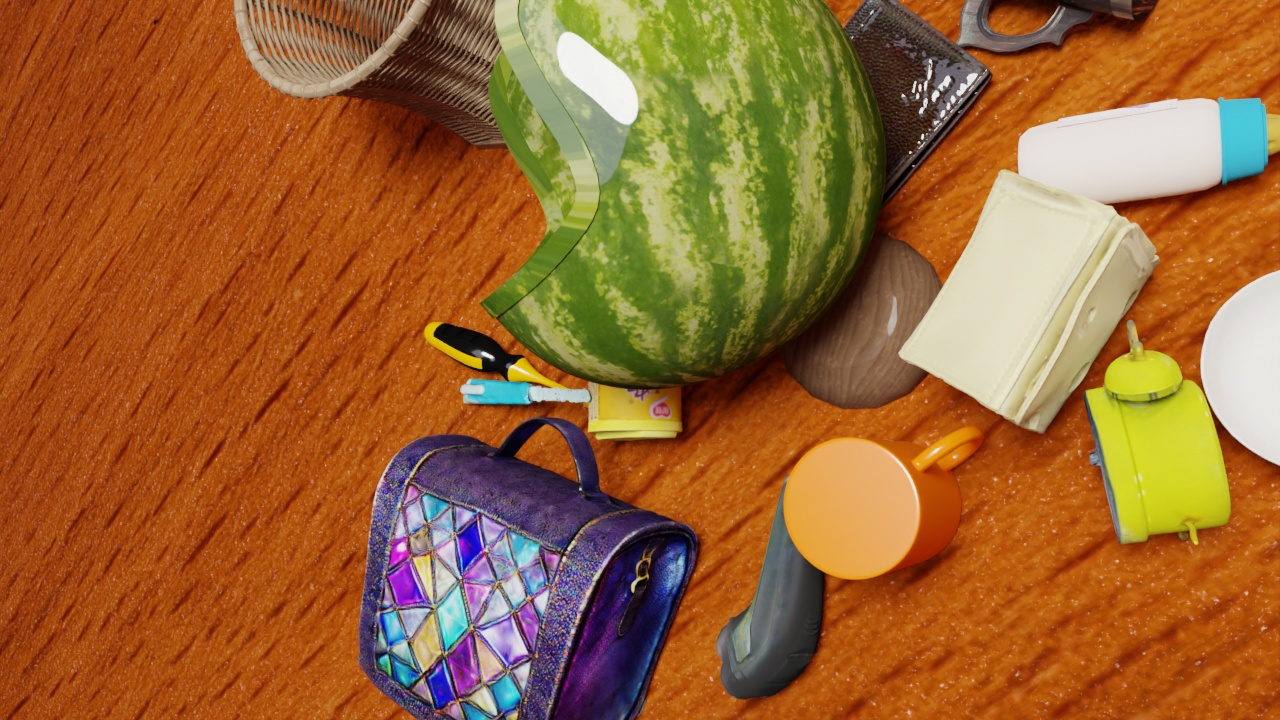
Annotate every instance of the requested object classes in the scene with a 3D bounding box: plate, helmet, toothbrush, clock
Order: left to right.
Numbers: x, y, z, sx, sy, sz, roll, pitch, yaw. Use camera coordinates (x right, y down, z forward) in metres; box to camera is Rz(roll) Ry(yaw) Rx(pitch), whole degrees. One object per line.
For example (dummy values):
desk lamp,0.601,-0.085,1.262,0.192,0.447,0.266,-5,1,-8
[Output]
toothbrush,-0.102,0.006,0.742,0.197,0.031,0.031,22,128,28
helmet,0.022,-0.108,0.538,0.243,0.213,0.247,-6,94,-12
clock,0.262,0.038,0.477,0.057,0.083,0.119,-13,81,25
plate,0.336,0.006,0.459,0.104,0.026,0.104,-3,79,17

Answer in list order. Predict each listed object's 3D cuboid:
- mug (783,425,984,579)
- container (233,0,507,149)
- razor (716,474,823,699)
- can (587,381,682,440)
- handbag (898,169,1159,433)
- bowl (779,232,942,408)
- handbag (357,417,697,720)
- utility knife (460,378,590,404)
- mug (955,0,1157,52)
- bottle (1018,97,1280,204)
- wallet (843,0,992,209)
mug,0.151,0.074,0.534,0.113,0.095,0.077,-41,65,22
container,-0.159,-0.282,0.708,0.227,0.196,0.226,-4,82,32
razor,0.087,0.145,0.597,0.067,0.054,0.151,7,83,42
can,-0.004,0.004,0.657,0.068,0.067,0.105,-5,82,32
handbag,0.215,-0.028,0.497,0.081,0.111,0.119,36,102,42
bowl,0.136,-0.028,0.593,0.118,0.030,0.117,-4,83,32
handbag,-0.082,0.150,0.654,0.205,0.125,0.222,17,96,34
utility knife,-0.092,0.028,0.706,0.181,0.015,0.022,2,82,52
mug,0.241,-0.230,0.531,0.107,0.079,0.116,28,126,32
bottle,0.285,-0.115,0.497,0.146,0.051,0.051,-3,83,32
wallet,0.150,-0.166,0.598,0.099,0.031,0.120,49,114,22
